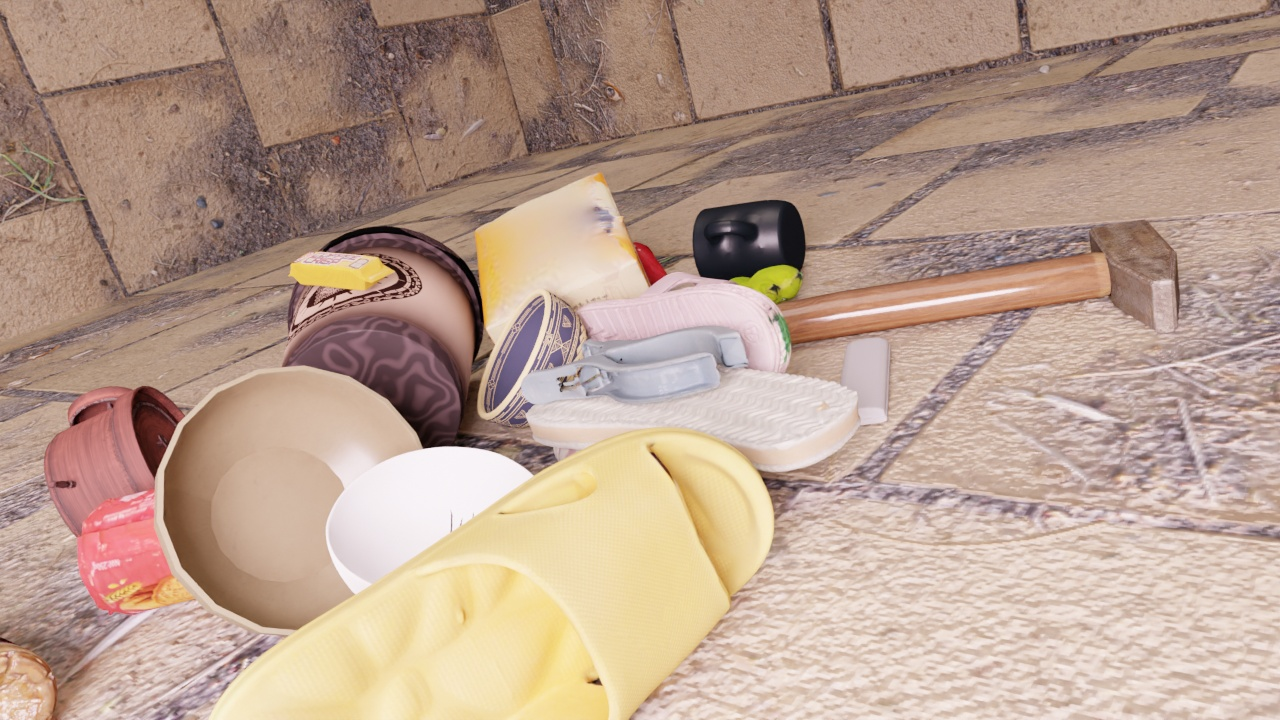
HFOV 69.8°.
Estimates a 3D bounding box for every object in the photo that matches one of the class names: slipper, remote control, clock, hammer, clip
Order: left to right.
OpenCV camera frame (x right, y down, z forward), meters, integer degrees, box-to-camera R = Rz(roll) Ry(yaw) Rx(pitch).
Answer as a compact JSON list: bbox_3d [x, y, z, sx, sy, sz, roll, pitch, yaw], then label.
[{"bbox_3d":[-0.382,0.082,0.697,0.072,0.120,0.157,-25,28,-7],"label":"clock"},{"bbox_3d":[-0.044,0.109,0.375,0.262,0.099,0.078,-27,12,-21],"label":"slipper"},{"bbox_3d":[-0.015,0.010,0.598,0.163,0.028,0.112,-4,19,46],"label":"clip"},{"bbox_3d":[0.023,0.046,0.586,0.114,0.052,0.263,-31,20,-36],"label":"slipper"},{"bbox_3d":[0.033,-0.018,0.703,0.064,0.094,0.240,-32,19,-33],"label":"slipper"},{"bbox_3d":[0.156,0.012,0.640,0.033,0.012,0.130,-8,20,19],"label":"remote control"},{"bbox_3d":[0.242,-0.046,0.707,0.301,0.037,0.157,-8,19,20],"label":"hammer"}]

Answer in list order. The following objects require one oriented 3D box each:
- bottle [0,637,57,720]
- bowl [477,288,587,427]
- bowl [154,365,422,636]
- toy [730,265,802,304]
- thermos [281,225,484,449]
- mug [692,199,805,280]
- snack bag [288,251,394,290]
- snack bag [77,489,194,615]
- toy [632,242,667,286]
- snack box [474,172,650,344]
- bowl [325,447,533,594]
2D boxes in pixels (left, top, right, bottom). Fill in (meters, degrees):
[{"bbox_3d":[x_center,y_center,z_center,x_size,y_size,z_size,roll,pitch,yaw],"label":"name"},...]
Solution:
[{"bbox_3d":[-0.387,0.176,0.510,0.166,0.060,0.059,-1,23,38],"label":"bottle"},{"bbox_3d":[-0.077,0.006,0.734,0.061,0.112,0.112,26,4,-23],"label":"bowl"},{"bbox_3d":[-0.198,0.083,0.525,0.151,0.152,0.051,-33,1,-43],"label":"bowl"},{"bbox_3d":[0.113,-0.069,0.882,0.094,0.036,0.094,-12,11,24],"label":"toy"},{"bbox_3d":[-0.213,-0.005,0.757,0.172,0.173,0.226,-16,24,-4],"label":"thermos"},{"bbox_3d":[0.105,-0.123,0.935,0.095,0.085,0.121,-4,-8,30],"label":"mug"},{"bbox_3d":[-0.230,-0.069,0.696,0.099,0.020,0.026,9,36,33],"label":"snack bag"},{"bbox_3d":[-0.267,0.107,0.584,0.176,0.082,0.082,-15,18,3],"label":"snack bag"},{"bbox_3d":[-0.044,-0.079,0.958,0.131,0.097,0.124,-38,15,5],"label":"toy"},{"bbox_3d":[-0.076,-0.092,0.859,0.145,0.081,0.195,-24,36,3],"label":"snack box"},{"bbox_3d":[-0.106,0.101,0.496,0.114,0.051,0.114,1,33,-1],"label":"bowl"}]
